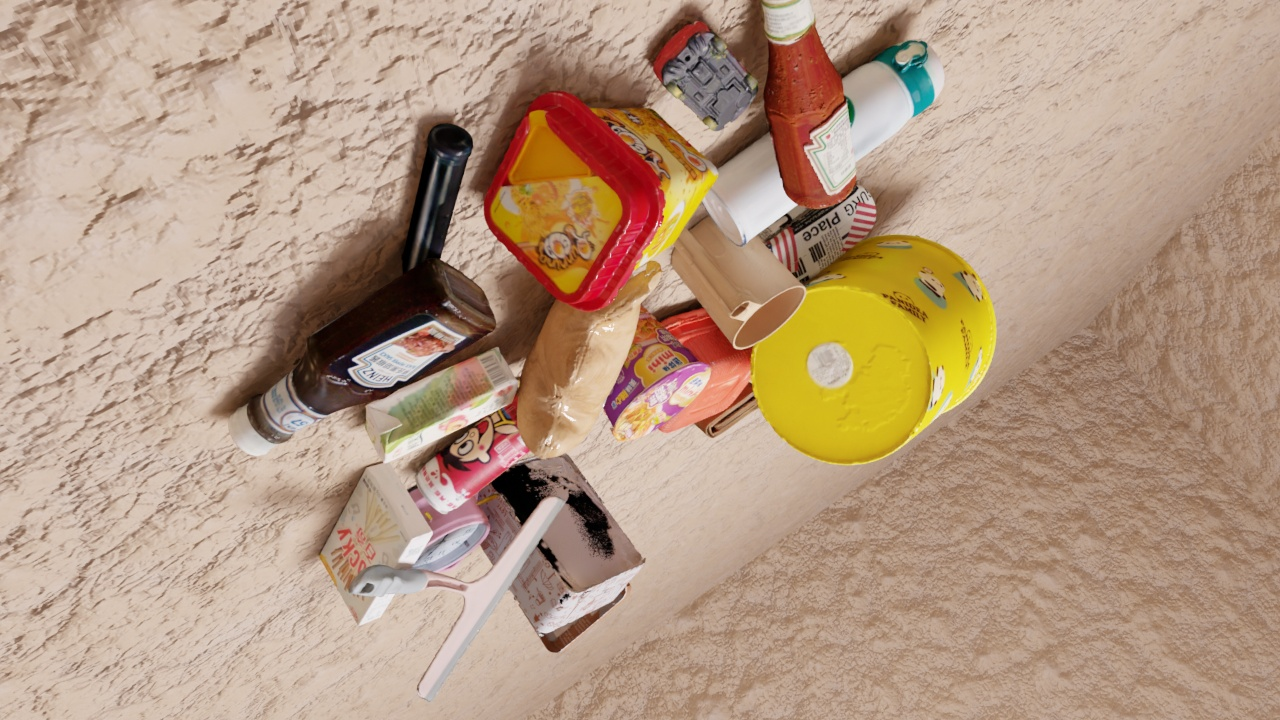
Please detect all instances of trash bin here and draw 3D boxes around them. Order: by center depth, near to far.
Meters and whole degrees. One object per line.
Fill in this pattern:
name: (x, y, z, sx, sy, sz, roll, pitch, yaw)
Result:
trash bin: (0.250, -0.010, 1.001, 0.230, 0.229, 0.254, -50, 167, 29)

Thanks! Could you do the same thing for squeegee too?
squeegee: (-0.197, 0.206, 0.841, 0.247, 0.040, 0.249, -55, 156, -3)

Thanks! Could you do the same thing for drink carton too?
drink carton: (-0.166, 0.035, 0.763, 0.122, 0.045, 0.054, -26, 167, -24)

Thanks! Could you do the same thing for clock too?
clock: (-0.224, 0.188, 0.971, 0.117, 0.060, 0.159, -11, 149, -47)

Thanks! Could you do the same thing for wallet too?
wallet: (0.097, 0.050, 1.135, 0.090, 0.033, 0.115, -35, -160, -7)

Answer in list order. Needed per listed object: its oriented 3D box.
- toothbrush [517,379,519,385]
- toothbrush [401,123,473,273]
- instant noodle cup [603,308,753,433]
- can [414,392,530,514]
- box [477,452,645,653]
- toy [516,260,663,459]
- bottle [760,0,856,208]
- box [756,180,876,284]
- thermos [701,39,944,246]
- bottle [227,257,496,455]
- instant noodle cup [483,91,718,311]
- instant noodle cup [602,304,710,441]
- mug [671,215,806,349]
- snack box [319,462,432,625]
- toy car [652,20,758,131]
toothbrush: (-0.082, 0.021, 0.904, 0.191, 0.018, 0.016, -6, 145, -53)
toothbrush: (-0.148, -0.068, 0.613, 0.027, 0.026, 0.213, 12, 139, -17)
instant noodle cup: (0.062, 0.009, 1.024, 0.188, 0.079, 0.165, -17, 151, -39)
can: (-0.151, 0.089, 0.888, 0.133, 0.053, 0.053, -38, 159, 2)
box: (-0.120, 0.234, 1.067, 0.156, 0.183, 0.193, -8, 142, -50)
toy: (-0.041, -0.020, 0.752, 0.082, 0.143, 0.227, 17, 135, -12)
bottle: (0.113, -0.197, 0.651, 0.059, 0.060, 0.206, -35, 140, -7)
box: (0.168, -0.118, 0.926, 0.163, 0.081, 0.075, -33, 153, -2)
thermos: (0.155, -0.189, 0.777, 0.224, 0.073, 0.073, -36, 159, -3)
bottle: (-0.195, 0.004, 0.623, 0.195, 0.044, 0.080, -31, 155, 12)
instant noodle cup: (-0.020, -0.112, 0.615, 0.123, 0.116, 0.116, -29, 160, -50)
instant noodle cup: (-0.005, 0.005, 0.881, 0.111, 0.099, 0.112, -32, 160, -14)
mug: (0.080, -0.077, 0.837, 0.084, 0.103, 0.124, -45, 157, 19)
snack box: (-0.251, 0.174, 0.864, 0.026, 0.084, 0.157, -14, 149, -48)
toy car: (0.047, -0.196, 0.640, 0.049, 0.031, 0.106, -43, 154, 16)
